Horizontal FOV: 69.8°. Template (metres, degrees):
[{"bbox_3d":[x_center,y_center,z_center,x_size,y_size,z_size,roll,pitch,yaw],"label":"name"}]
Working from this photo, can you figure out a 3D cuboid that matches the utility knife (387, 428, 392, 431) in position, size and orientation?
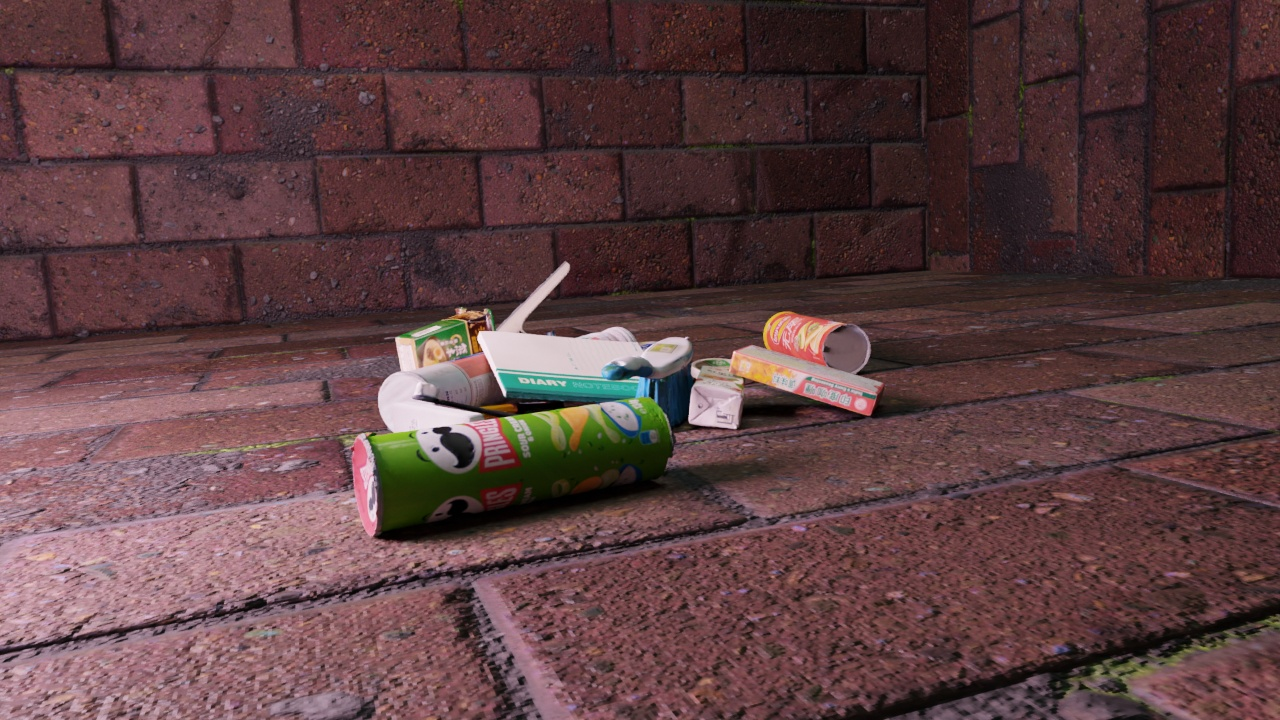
[{"bbox_3d":[-0.235,0.059,1.066,0.033,0.015,0.196,-1,8,18],"label":"utility knife"}]

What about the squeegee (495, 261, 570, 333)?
[{"bbox_3d":[-0.156,-0.028,1.246,0.246,0.039,0.246,-45,17,-3],"label":"squeegee"}]

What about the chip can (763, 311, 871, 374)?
[{"bbox_3d":[0.246,-0.027,1.299,0.073,0.073,0.217,-5,8,-14],"label":"chip can"}]

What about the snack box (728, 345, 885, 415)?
[{"bbox_3d":[0.179,0.019,0.986,0.156,0.027,0.077,17,12,18],"label":"snack box"}]

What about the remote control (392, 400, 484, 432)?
[{"bbox_3d":[-0.180,0.069,0.822,0.019,0.056,0.135,-10,10,-43],"label":"remote control"}]

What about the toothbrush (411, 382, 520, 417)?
[{"bbox_3d":[-0.134,0.050,0.890,0.181,0.018,0.016,17,-11,-31],"label":"toothbrush"}]

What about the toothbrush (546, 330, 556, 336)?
[{"bbox_3d":[-0.130,-0.025,1.305,0.016,0.017,0.188,-18,-1,-9],"label":"toothbrush"}]

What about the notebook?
[{"bbox_3d":[-0.075,0.009,1.078,0.209,0.012,0.150,4,26,-24],"label":"notebook"}]

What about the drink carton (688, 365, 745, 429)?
[{"bbox_3d":[0.083,0.039,0.971,0.053,0.045,0.122,8,10,7],"label":"drink carton"}]

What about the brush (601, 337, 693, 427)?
[{"bbox_3d":[0.009,0.024,0.901,0.060,0.109,0.313,6,15,12],"label":"brush"}]

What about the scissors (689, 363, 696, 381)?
[{"bbox_3d":[0.061,0.024,1.238,0.173,0.014,0.141,-13,13,-37],"label":"scissors"}]

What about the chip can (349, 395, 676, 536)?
[{"bbox_3d":[-0.091,0.074,0.692,0.235,0.072,0.072,-7,9,-29],"label":"chip can"}]

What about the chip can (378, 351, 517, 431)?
[{"bbox_3d":[-0.203,0.031,1.045,0.071,0.071,0.214,0,8,22],"label":"chip can"}]

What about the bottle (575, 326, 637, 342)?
[{"bbox_3d":[-0.085,0.002,1.256,0.068,0.068,0.196,3,14,39],"label":"bottle"}]

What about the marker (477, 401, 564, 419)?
[{"bbox_3d":[-0.136,0.055,1.048,0.018,0.015,0.123,-8,-3,44],"label":"marker"}]

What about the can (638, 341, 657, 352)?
[{"bbox_3d":[-0.007,0.007,1.233,0.075,0.049,0.147,1,9,31],"label":"can"}]

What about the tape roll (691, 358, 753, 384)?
[{"bbox_3d":[0.109,0.014,1.213,0.086,0.014,0.085,3,15,-1],"label":"tape roll"}]

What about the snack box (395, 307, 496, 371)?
[{"bbox_3d":[-0.252,-0.004,1.190,0.105,0.117,0.118,-13,9,-31],"label":"snack box"}]
